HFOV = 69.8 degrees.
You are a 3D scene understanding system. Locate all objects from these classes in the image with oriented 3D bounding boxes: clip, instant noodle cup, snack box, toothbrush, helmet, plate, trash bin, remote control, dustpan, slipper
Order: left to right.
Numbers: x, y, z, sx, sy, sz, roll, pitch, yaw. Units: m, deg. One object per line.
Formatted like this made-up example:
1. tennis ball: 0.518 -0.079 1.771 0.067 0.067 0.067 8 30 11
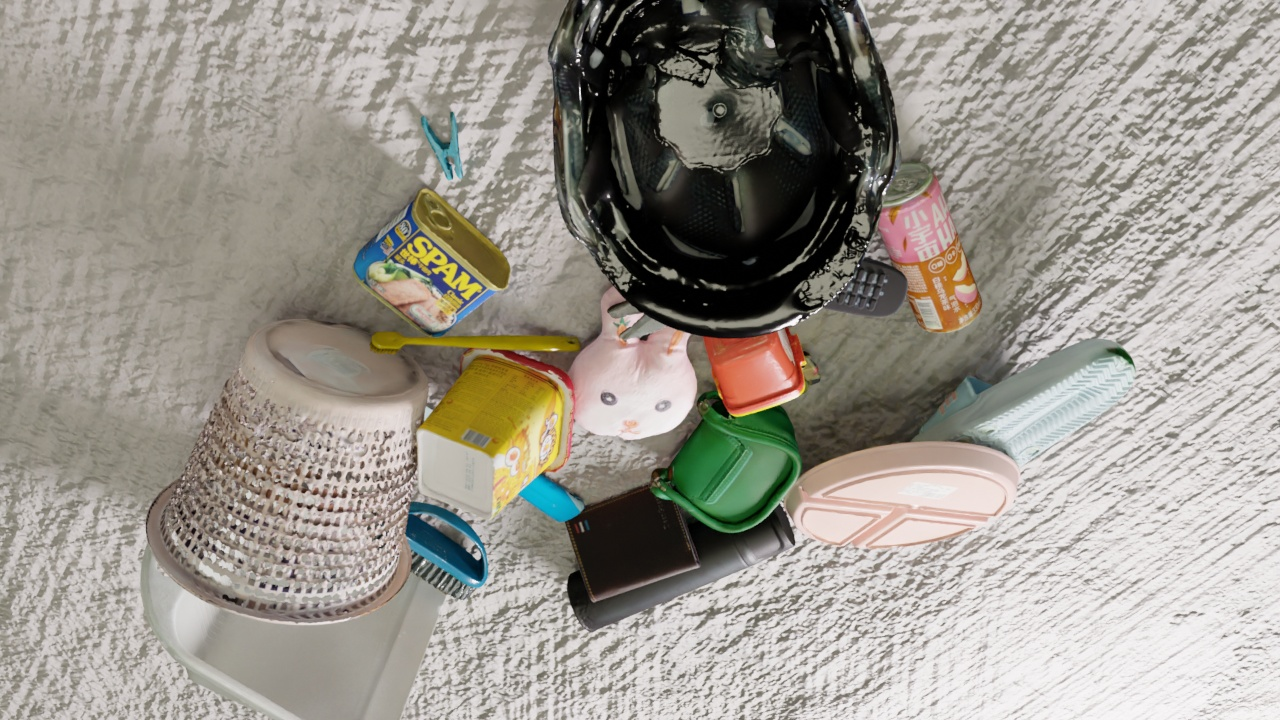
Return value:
1. dustpan: -0.327 0.226 0.876 0.257 0.222 0.143 18 136 -3
2. trash bin: -0.282 0.080 0.789 0.227 0.227 0.192 18 110 -16
3. clip: -0.154 -0.168 0.725 0.038 0.013 0.055 -8 124 3
4. toothbrush: -0.138 -0.014 0.792 0.189 0.015 0.017 0 151 -33
5. instant noodle cup: -0.131 0.066 0.808 0.116 0.123 0.116 19 126 14
6. helmet: 0.054 -0.169 0.645 0.230 0.156 0.274 -11 119 11
7. snack box: 0.095 -0.012 0.797 0.082 0.091 0.080 -20 136 12
8. remote control: 0.156 -0.070 0.773 0.136 0.024 0.053 13 118 -1
9. plate: 0.258 0.141 0.909 0.229 0.028 0.230 -1 148 -1
10. slipper: 0.342 0.045 0.864 0.104 0.074 0.246 18 140 -25

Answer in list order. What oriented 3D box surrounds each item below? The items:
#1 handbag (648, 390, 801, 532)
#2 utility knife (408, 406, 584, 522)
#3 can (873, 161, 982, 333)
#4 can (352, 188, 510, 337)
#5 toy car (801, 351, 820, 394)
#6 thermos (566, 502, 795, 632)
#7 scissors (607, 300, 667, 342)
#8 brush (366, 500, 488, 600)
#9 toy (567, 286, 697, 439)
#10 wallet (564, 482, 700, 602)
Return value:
1. handbag: 0.084 0.099 0.895 0.120 0.067 0.132 19 123 -19
2. utility knife: -0.144 0.101 0.914 0.216 0.018 0.034 39 106 -26
3. can: 0.241 -0.092 0.775 0.058 0.057 0.147 -25 123 14
4. can: -0.174 -0.077 0.763 0.083 0.057 0.102 -36 120 23
5. toy car: 0.120 0.015 0.855 0.090 0.042 0.035 -13 103 0
6. thermos: 0.047 0.221 0.985 0.243 0.068 0.090 -24 143 13
7. scissors: 0.069 -0.084 0.756 0.202 0.015 0.205 13 114 3
8. brush: -0.212 0.191 0.954 0.073 0.055 0.144 -44 117 7
9. toy: -0.005 0.005 0.836 0.121 0.054 0.160 6 119 -8
10. wallet: -0.010 0.186 0.951 0.122 0.020 0.096 -22 79 12
